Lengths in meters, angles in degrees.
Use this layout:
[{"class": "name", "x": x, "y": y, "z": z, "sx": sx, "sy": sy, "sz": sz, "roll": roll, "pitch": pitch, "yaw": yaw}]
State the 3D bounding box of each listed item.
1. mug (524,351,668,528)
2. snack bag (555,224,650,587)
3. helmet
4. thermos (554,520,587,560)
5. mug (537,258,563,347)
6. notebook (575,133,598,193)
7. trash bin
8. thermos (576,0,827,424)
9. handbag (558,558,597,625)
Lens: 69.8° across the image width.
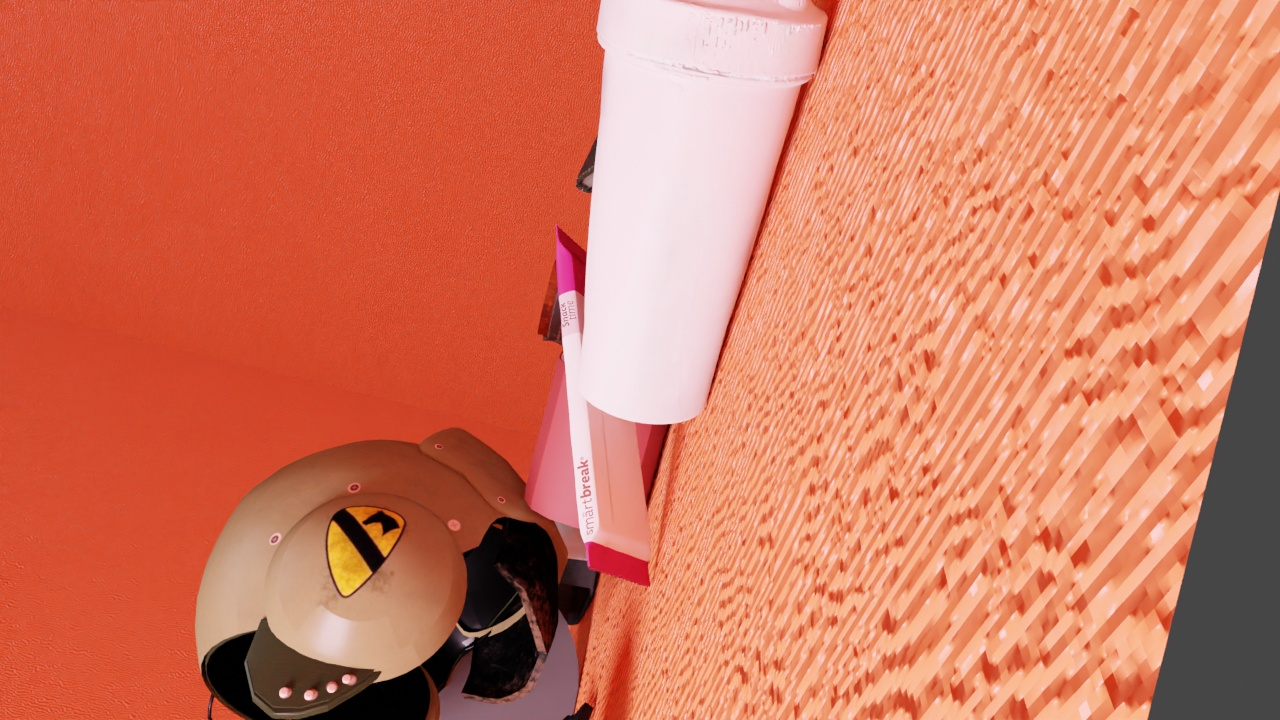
[{"class": "mug", "x": -0.024, "y": 0.048, "z": 0.614, "sx": 0.116, "sy": 0.080, "sz": 0.097, "roll": -62, "pitch": -12, "yaw": -78}, {"class": "snack bag", "x": -0.022, "y": 0.023, "z": 0.508, "sx": 0.070, "sy": 0.016, "sz": 0.196, "roll": 36, "pitch": -139, "yaw": -56}, {"class": "helmet", "x": -0.156, "y": 0.164, "z": 0.612, "sx": 0.232, "sy": 0.255, "sz": 0.251, "roll": -85, "pitch": 10, "yaw": -45}, {"class": "thermos", "x": -0.044, "y": 0.085, "z": 0.848, "sx": 0.078, "sy": 0.065, "sz": 0.206, "roll": 89, "pitch": -170, "yaw": -51}, {"class": "mug", "x": -0.043, "y": -0.036, "z": 0.918, "sx": 0.081, "sy": 0.111, "sz": 0.118, "roll": -83, "pitch": 8, "yaw": -61}, {"class": "notebook", "x": 0.031, "y": -0.234, "z": 0.682, "sx": 0.170, "sy": 0.029, "sz": 0.208, "roll": -17, "pitch": 49, "yaw": 57}, {"class": "trash bin", "x": -0.169, "y": 0.304, "z": 0.840, "sx": 0.228, "sy": 0.217, "sz": 0.217, "roll": 119, "pitch": 165, "yaw": -60}, {"class": "thermos", "x": 0.015, "y": -0.081, "z": 0.418, "sx": 0.099, "sy": 0.099, "sz": 0.221, "roll": -83, "pitch": 4, "yaw": -61}, {"class": "handbag", "x": -0.064, "y": 0.183, "z": 0.950, "sx": 0.196, "sy": 0.072, "sz": 0.175, "roll": 91, "pitch": -171, "yaw": -56}]
